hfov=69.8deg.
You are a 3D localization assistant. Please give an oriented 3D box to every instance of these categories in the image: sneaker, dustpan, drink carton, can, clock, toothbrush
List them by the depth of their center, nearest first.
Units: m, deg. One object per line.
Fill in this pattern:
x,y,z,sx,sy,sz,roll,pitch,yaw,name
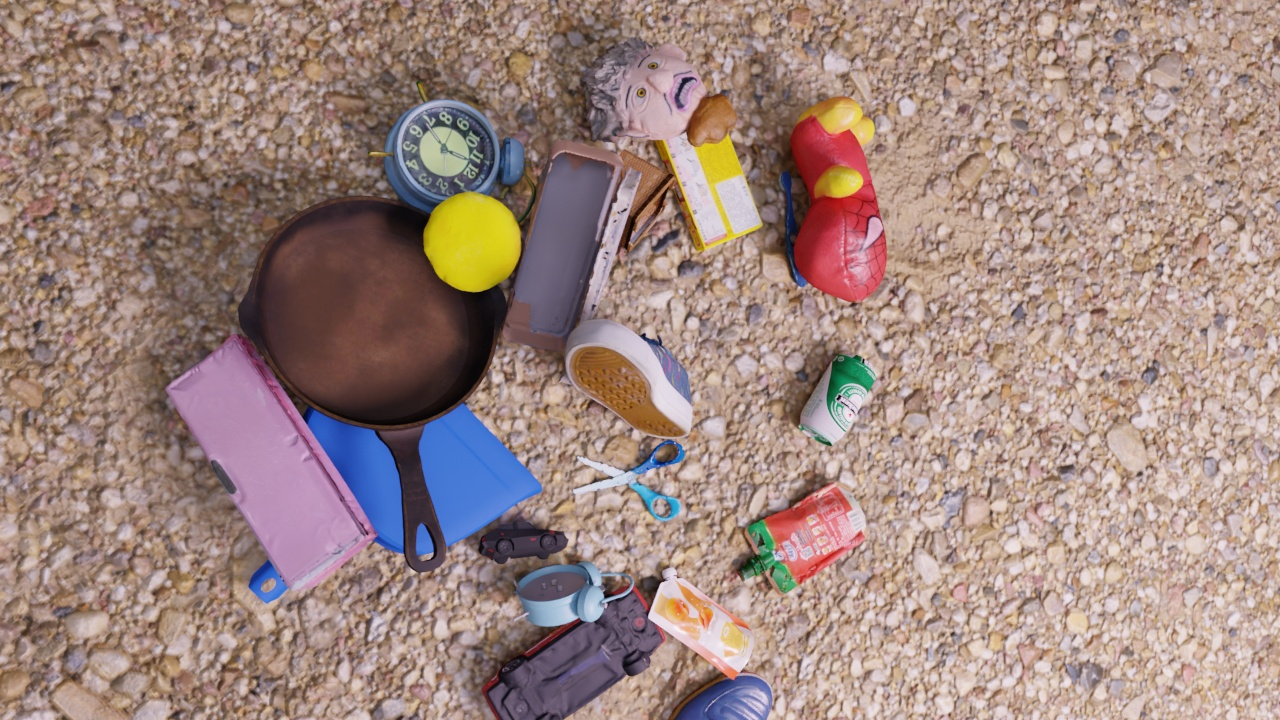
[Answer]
-0.271,0.132,0.893,0.245,0.060,0.257,47,69,-10,dustpan
-0.005,0.005,0.906,0.087,0.235,0.079,1,67,22,sneaker
-0.181,-0.194,0.921,0.162,0.060,0.118,31,80,-17,clock
-0.068,0.233,0.932,0.123,0.087,0.042,-9,105,-4,clock
0.067,0.440,0.962,0.116,0.091,0.241,41,79,-9,sneaker
0.064,0.281,0.987,0.122,0.039,0.069,38,46,-13,drink carton
0.221,0.042,1.028,0.053,0.053,0.101,34,81,-12,can
0.172,-0.148,1.038,0.021,0.016,0.132,-11,95,-14,toothbrush

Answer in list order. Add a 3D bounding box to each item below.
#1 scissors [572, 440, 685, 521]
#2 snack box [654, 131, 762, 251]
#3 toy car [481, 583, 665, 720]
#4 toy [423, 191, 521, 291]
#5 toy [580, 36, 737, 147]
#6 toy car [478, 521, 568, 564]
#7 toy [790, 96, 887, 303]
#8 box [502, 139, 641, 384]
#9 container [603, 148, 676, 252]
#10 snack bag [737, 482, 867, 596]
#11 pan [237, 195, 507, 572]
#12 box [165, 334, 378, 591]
-0.009,0.116,0.989,0.133,0.015,0.103,22,88,-10,scissors
0.072,-0.203,1.006,0.075,0.025,0.152,-23,96,-14,snack box
-0.067,0.312,0.945,0.189,0.056,0.081,-32,96,-15,toy car
-0.160,-0.113,0.879,0.094,0.041,0.095,-7,98,-13,toy
0.016,-0.270,0.944,0.176,0.076,0.132,22,80,16,toy
-0.120,0.184,0.942,0.091,0.042,0.036,-3,65,-16,toy car
0.217,-0.169,1.000,0.147,0.099,0.216,1,85,-58,toy
-0.073,-0.097,0.887,0.108,0.094,0.217,25,121,7,box
-0.011,-0.166,0.944,0.061,0.114,0.063,39,79,2,container
0.177,0.203,1.025,0.155,0.044,0.087,-29,91,-9,snack bag
-0.235,0.020,0.855,0.248,0.043,0.355,-6,77,-32,pan
-0.339,0.091,0.836,0.098,0.046,0.233,-37,80,8,box
